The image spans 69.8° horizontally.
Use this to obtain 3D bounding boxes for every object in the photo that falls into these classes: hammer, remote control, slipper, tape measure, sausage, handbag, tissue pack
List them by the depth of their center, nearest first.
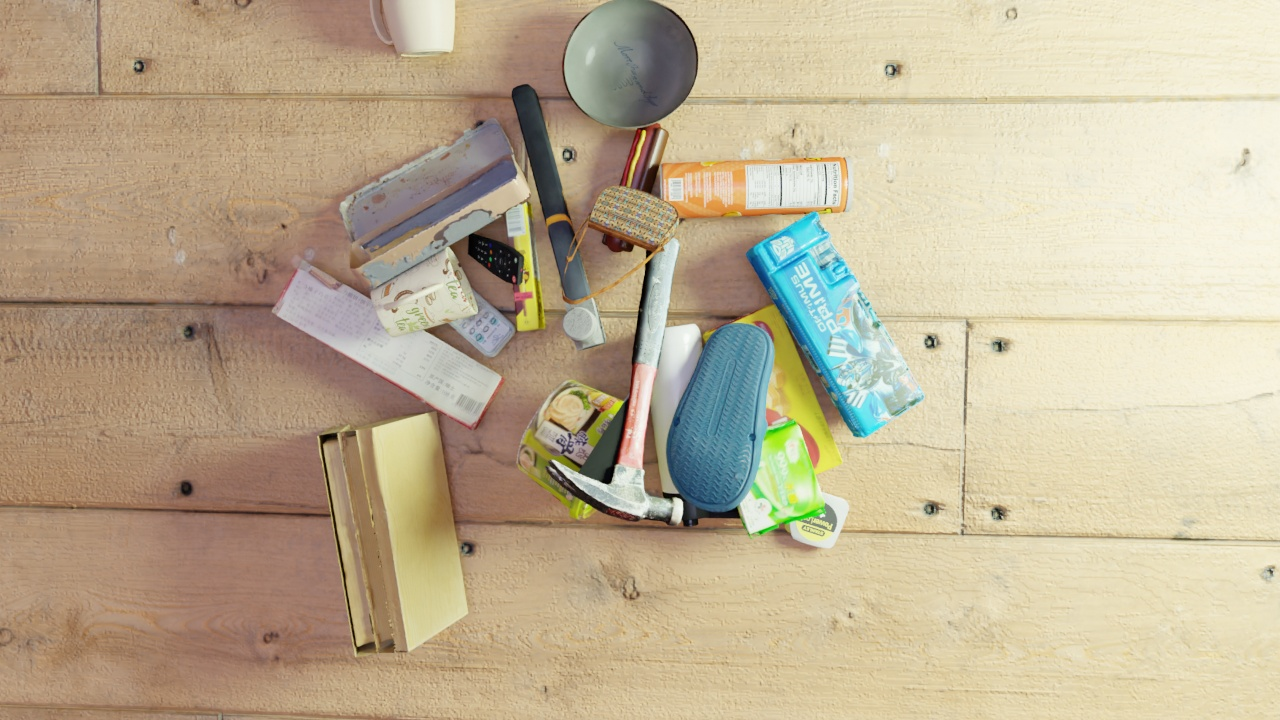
[{"bbox_3d":[-0.031,-0.111,0.963,0.093,0.195,0.043,22,136,9],"label":"handbag"},{"bbox_3d":[-0.005,0.006,0.969,0.140,0.036,0.325,14,65,-9],"label":"hammer"},{"bbox_3d":[0.089,0.059,0.991,0.104,0.059,0.213,7,70,18],"label":"slipper"},{"bbox_3d":[0.144,0.130,1.019,0.099,0.034,0.114,-19,94,-3],"label":"tissue pack"},{"bbox_3d":[-0.094,-0.162,1.027,0.035,0.139,0.312,-16,82,3],"label":"hammer"},{"bbox_3d":[-0.164,-0.117,1.037,0.010,0.125,0.039,-8,114,-35],"label":"remote control"},{"bbox_3d":[-0.006,-0.199,1.054,0.040,0.040,0.155,18,93,2],"label":"sausage"},{"bbox_3d":[0.205,0.182,1.072,0.064,0.016,0.065,18,93,2],"label":"tape measure"},{"bbox_3d":[-0.208,-0.062,1.079,0.133,0.022,0.050,41,94,1],"label":"remote control"}]

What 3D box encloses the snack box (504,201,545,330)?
[{"bbox_3d":[-0.133,-0.109,1.054,0.025,0.061,0.149,-6,92,2],"label":"snack box"}]

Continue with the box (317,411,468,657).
[{"bbox_3d":[-0.295,0.194,1.044,0.148,0.140,0.248,-9,92,11],"label":"box"}]

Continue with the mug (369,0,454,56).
[{"bbox_3d":[-0.263,-0.401,1.044,0.112,0.085,0.104,3,105,30],"label":"mug"}]

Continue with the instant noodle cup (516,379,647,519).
[{"bbox_3d":[-0.068,0.093,1.024,0.098,0.146,0.146,30,94,11],"label":"instant noodle cup"}]

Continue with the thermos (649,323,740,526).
[{"bbox_3d":[0.063,0.073,1.053,0.101,0.068,0.230,-8,93,-10],"label":"thermos"}]

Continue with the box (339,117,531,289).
[{"bbox_3d":[-0.236,-0.180,1.038,0.216,0.063,0.157,-29,58,4],"label":"box"}]

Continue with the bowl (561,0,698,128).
[{"bbox_3d":[-0.010,-0.328,1.039,0.151,0.056,0.150,0,89,3],"label":"bowl"}]

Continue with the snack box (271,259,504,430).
[{"bbox_3d":[-0.294,-0.016,1.077,0.273,0.044,0.076,30,88,1],"label":"snack box"}]

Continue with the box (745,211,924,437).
[{"bbox_3d":[0.213,-0.038,1.033,0.090,0.066,0.243,-31,91,-10],"label":"box"}]

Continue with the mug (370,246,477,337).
[{"bbox_3d":[-0.242,-0.068,1.005,0.097,0.122,0.081,-23,99,0],"label":"mug"}]

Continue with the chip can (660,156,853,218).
[{"bbox_3d":[0.129,-0.195,1.036,0.210,0.062,0.062,-1,92,3],"label":"chip can"}]

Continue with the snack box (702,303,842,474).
[{"bbox_3d":[0.150,0.043,1.056,0.092,0.042,0.200,-23,91,3],"label":"snack box"}]
